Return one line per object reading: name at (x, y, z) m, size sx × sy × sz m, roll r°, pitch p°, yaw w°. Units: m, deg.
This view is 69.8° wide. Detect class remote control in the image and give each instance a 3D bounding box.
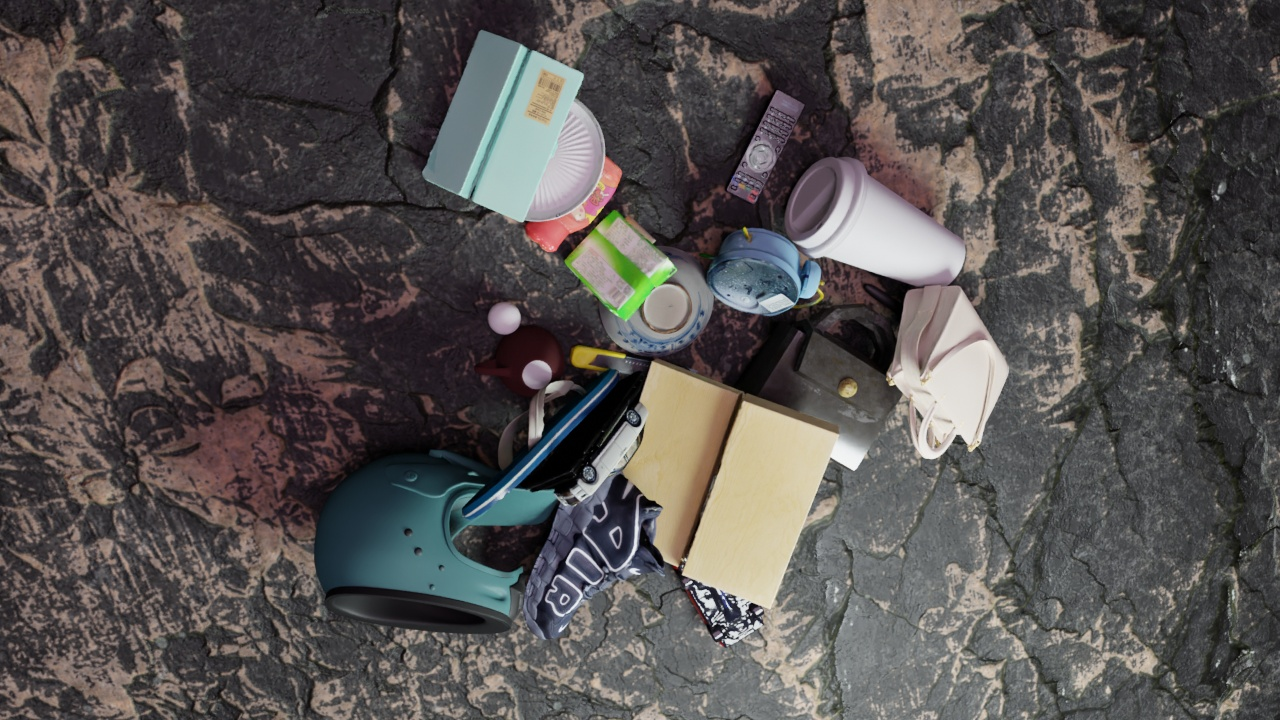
remote control at (0.157, -0.270, 1.164) m, size 0.045 × 0.021 × 0.140 m, roll 23°, pitch 102°, yaw -16°

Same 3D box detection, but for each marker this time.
marker at (0.358, -0.071, 1.262) m, size 0.134 × 0.015 × 0.018 m, roll 31°, pitch 66°, yaw -18°

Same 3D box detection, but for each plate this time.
plate at (-0.118, -0.241, 1.080) m, size 0.157 × 0.014 × 0.157 m, roll 0°, pitch 89°, yaw 8°

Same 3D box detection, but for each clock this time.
clock at (0.159, -0.103, 1.156) m, size 0.162 × 0.118 × 0.060 m, roll 32°, pitch 59°, yaw -25°

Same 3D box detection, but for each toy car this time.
toy car at (0.108, 0.316, 1.273) m, size 0.081 × 0.056 × 0.189 m, roll -29°, pitch 113°, yaw -4°
toy car at (-0.046, 0.104, 1.110) m, size 0.071 × 0.094 × 0.191 m, roll 49°, pitch 44°, yaw -11°

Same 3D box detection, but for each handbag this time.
handbag at (0.391, 0.034, 1.197) m, size 0.194 × 0.101 × 0.197 m, roll 45°, pitch 60°, yaw -35°
handbag at (0.260, 0.022, 1.214) m, size 0.197 × 0.102 × 0.199 m, roll 29°, pitch 95°, yaw -18°

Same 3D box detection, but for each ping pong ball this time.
ping pong ball at (-0.167, -0.052, 1.127) m, size 0.040 × 0.040 × 0.040 m, roll -3°, pitch 104°, yaw -13°

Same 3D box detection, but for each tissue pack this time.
tissue pack at (-0.025, -0.119, 1.124) m, size 0.099 × 0.034 × 0.114 m, roll -45°, pitch 70°, yaw 0°

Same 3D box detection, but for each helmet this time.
helmet at (-0.241, 0.206, 1.093) m, size 0.274 × 0.177 × 0.199 m, roll 10°, pitch 59°, yaw -8°

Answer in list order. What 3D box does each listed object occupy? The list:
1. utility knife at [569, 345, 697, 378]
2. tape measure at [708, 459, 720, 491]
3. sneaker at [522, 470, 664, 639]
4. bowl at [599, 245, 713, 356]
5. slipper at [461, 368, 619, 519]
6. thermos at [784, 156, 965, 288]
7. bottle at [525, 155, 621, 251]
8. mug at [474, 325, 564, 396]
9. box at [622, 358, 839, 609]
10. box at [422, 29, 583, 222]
utility knife at (-0.007, 0.007, 1.192) m, size 0.172 × 0.020 × 0.029 m, roll 9°, pitch 102°, yaw -16°
tape measure at (0.086, 0.138, 1.243) m, size 0.062 × 0.020 × 0.060 m, roll 33°, pitch 94°, yaw -18°
sneaker at (-0.044, 0.259, 1.164) m, size 0.151 × 0.097 × 0.253 m, roll 25°, pitch 101°, yaw 20°
bowl at (0.027, -0.070, 1.161) m, size 0.150 × 0.057 × 0.151 m, roll -3°, pitch 104°, yaw -13°
slipper at (-0.125, 0.082, 1.075) m, size 0.060 × 0.293 × 0.118 m, roll 47°, pitch 129°, yaw -3°
thermos at (0.306, -0.164, 1.177) m, size 0.221 × 0.131 × 0.131 m, roll 20°, pitch 98°, yaw -25°
bottle at (-0.085, -0.194, 1.109) m, size 0.071 × 0.048 × 0.134 m, roll 38°, pitch 93°, yaw -15°
mug at (-0.145, 0.008, 1.121) m, size 0.114 × 0.088 × 0.087 m, roll -4°, pitch 104°, yaw -13°
box at (0.093, 0.156, 1.173) m, size 0.253 × 0.068 × 0.247 m, roll 22°, pitch 104°, yaw 16°
box at (-0.160, -0.270, 1.056) m, size 0.139 × 0.052 × 0.187 m, roll 24°, pitch 97°, yaw 11°
